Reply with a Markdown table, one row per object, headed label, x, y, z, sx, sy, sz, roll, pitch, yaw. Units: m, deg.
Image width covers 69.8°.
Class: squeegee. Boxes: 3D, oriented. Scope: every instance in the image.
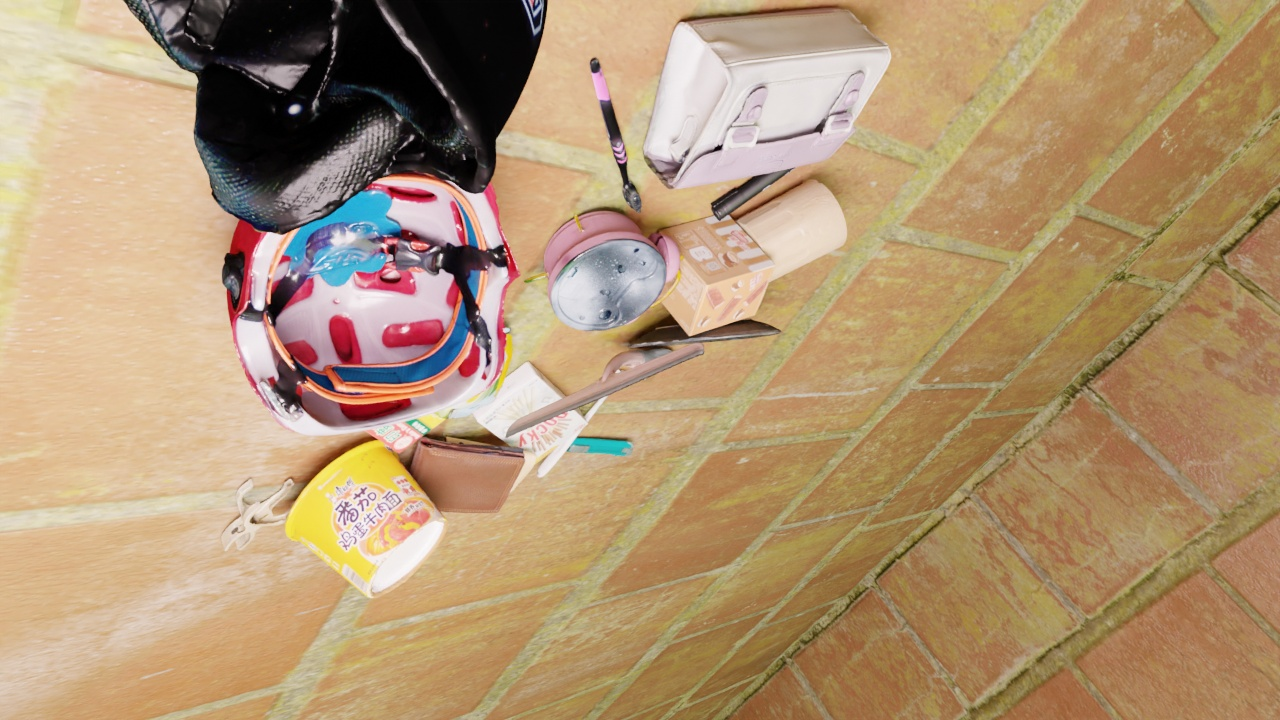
| label | x | y | z | sx | sy | sz | roll | pitch | yaw |
| --- | --- | --- | --- | --- | --- | --- | --- | --- | --- |
| squeegee | -0.006 | 0.006 | 1.060 | 0.248 | 0.040 | 0.249 | -24 | 179 | 22 |

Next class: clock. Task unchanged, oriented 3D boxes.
| label | x | y | z | sx | sy | sz | roll | pitch | yaw |
| --- | --- | --- | --- | --- | --- | --- | --- | --- | --- |
| clock | -0.025 | -0.085 | 0.907 | 0.158 | 0.059 | 0.117 | 16 | 127 | -39 |

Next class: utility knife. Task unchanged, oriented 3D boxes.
| label | x | y | z | sx | sy | sz | roll | pitch | yaw |
| --- | --- | --- | --- | --- | --- | --- | --- | --- | --- |
| utility knife | -0.080 | 0.113 | 1.208 | 0.216 | 0.013 | 0.029 | 10 | 124 | -47 |

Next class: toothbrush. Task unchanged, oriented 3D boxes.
| label | x | y | z | sx | sy | sz | roll | pitch | yaw |
| --- | --- | --- | --- | --- | --- | --- | --- | --- | --- |
| toothbrush | -0.020 | -0.195 | 0.823 | 0.014 | 0.017 | 0.189 | -30 | 149 | -7 |
| toothbrush | -0.077 | 0.080 | 1.151 | 0.016 | 0.016 | 0.180 | 23 | 112 | -47 |

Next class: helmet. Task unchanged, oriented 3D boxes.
| label | x | y | z | sx | sy | sz | roll | pitch | yaw |
| --- | --- | --- | --- | --- | --- | --- | --- | --- | --- |
| helmet | -0.208 | -0.072 | 0.679 | 0.206 | 0.144 | 0.241 | -15 | 130 | -34 |
| helmet | -0.155 | -0.196 | 0.428 | 0.230 | 0.275 | 0.233 | -60 | 165 | -13 |

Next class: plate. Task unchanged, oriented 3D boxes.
| label | x | y | z | sx | sy | sz | roll | pitch | yaw |
| --- | --- | --- | --- | --- | --- | --- | --- | --- | --- |
| plate | 0.074 | -0.033 | 1.066 | 0.179 | 0.024 | 0.179 | -5 | 179 | 0 |

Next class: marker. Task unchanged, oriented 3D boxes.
| label | x | y | z | sx | sy | sz | roll | pitch | yaw |
| --- | --- | --- | --- | --- | --- | --- | --- | --- | --- |
| marker | 0.133 | -0.196 | 0.983 | 0.132 | 0.020 | 0.022 | -35 | 121 | 0 |

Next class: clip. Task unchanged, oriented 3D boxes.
| label | x | y | z | sx | sy | sz | roll | pitch | yaw |
| --- | --- | --- | --- | --- | --- | --- | --- | --- | --- |
| clip | -0.380 | 0.157 | 0.934 | 0.092 | 0.035 | 0.103 | -12 | 147 | -34 |

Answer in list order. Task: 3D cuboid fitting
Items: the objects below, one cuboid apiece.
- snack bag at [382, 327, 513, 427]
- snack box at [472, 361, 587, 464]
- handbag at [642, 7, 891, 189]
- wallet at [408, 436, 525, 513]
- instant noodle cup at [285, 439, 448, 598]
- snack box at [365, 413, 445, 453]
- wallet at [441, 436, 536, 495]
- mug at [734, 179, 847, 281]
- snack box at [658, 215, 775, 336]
| label | x | y | z | sx | sy | sz | roll | pitch | yaw |
| --- | --- | --- | --- | --- | --- | --- | --- | --- | --- |
| snack bag | -0.198 | 0.012 | 0.869 | 0.110 | 0.039 | 0.190 | -57 | 156 | 17 |
| snack box | -0.127 | 0.064 | 1.071 | 0.085 | 0.027 | 0.157 | -37 | 149 | 1 |
| handbag | 0.113 | -0.233 | 0.836 | 0.196 | 0.098 | 0.145 | -17 | 151 | -30 |
| wallet | -0.201 | 0.130 | 1.036 | 0.124 | 0.032 | 0.101 | 8 | 131 | -26 |
| instant noodle cup | -0.274 | 0.168 | 0.946 | 0.137 | 0.110 | 0.138 | -46 | 165 | -16 |
| snack box | -0.249 | 0.035 | 0.901 | 0.077 | 0.027 | 0.156 | -36 | 151 | -2 |
| wallet | -0.192 | 0.127 | 1.076 | 0.115 | 0.024 | 0.087 | 13 | 129 | -33 |
| mug | 0.161 | -0.140 | 1.047 | 0.103 | 0.084 | 0.125 | -28 | 176 | -12 |
| snack box | 0.073 | -0.093 | 0.990 | 0.094 | 0.092 | 0.077 | -19 | 145 | -28 |
